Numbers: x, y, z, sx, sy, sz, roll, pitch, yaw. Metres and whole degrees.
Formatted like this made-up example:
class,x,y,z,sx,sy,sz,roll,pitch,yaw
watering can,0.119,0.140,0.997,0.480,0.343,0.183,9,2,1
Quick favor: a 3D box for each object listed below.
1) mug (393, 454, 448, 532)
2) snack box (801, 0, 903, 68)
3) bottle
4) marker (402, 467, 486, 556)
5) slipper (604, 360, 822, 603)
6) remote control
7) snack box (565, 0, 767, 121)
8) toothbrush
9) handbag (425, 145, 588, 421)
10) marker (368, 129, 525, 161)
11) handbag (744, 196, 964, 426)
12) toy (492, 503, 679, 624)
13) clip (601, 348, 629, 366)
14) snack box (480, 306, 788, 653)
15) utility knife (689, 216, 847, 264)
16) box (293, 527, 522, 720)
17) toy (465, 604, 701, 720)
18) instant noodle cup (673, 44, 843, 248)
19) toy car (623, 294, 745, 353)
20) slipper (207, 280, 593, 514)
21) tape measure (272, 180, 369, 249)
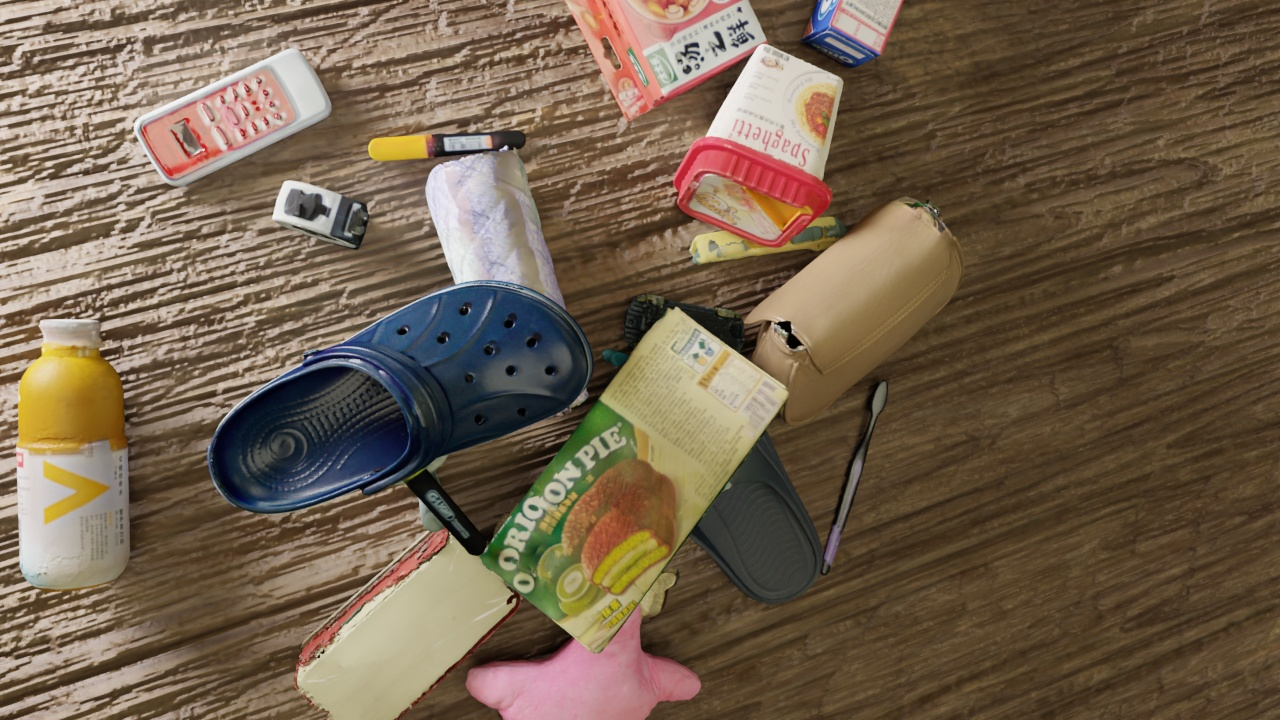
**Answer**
class,x,y,z,sx,sy,sz,roll,pitch,yaw
mug,-0.176,0.065,0.695,0.083,0.103,0.124,-22,99,-12
snack box,0.207,-0.358,0.784,0.058,0.057,0.207,23,88,-18
bottle,-0.404,0.066,0.654,0.068,0.068,0.189,0,94,-15
marker,-0.150,0.089,0.641,0.018,0.015,0.124,-39,102,-4
slipper,0.074,0.105,0.764,0.111,0.083,0.268,-34,105,4
remote control,-0.302,-0.182,0.686,0.136,0.020,0.056,-29,100,-10
snack box,0.022,-0.278,0.749,0.127,0.044,0.113,-31,101,-10
toothbrush,0.195,0.107,0.842,0.014,0.017,0.189,16,93,-4
handbag,-0.101,-0.053,0.689,0.075,0.134,0.194,-19,98,-13
marker,-0.152,-0.171,0.729,0.123,0.015,0.018,-8,98,-16
handbag,0.171,-0.045,0.761,0.204,0.148,0.100,-39,65,-10
toy,-0.047,0.167,0.763,0.157,0.066,0.105,28,118,-11
clip,-0.005,0.004,0.776,0.055,0.038,0.013,20,91,-22
snack box,-0.002,0.088,0.693,0.114,0.063,0.240,36,85,9
utility knife,0.115,-0.105,0.804,0.151,0.018,0.031,-10,91,-9
box,-0.181,0.209,0.717,0.168,0.079,0.091,-42,104,-9
toy,-0.049,0.290,0.761,0.194,0.074,0.178,-30,116,2
instant noodle cup,0.101,-0.174,0.744,0.116,0.117,0.124,21,77,-6
toy car,0.037,-0.026,0.779,0.105,0.031,0.049,10,97,-14
slipper,-0.155,0.022,0.578,0.253,0.095,0.105,-22,97,-3
tape measure,-0.237,-0.109,0.684,0.066,0.066,0.033,18,85,-17
